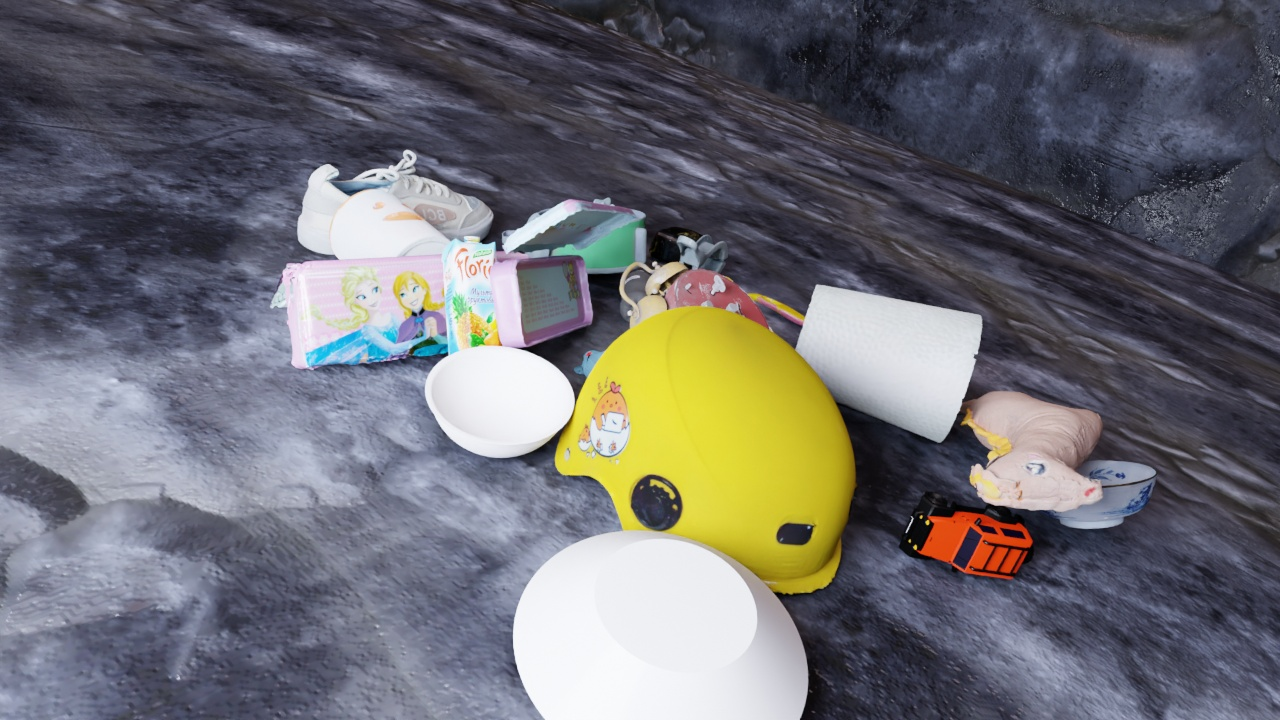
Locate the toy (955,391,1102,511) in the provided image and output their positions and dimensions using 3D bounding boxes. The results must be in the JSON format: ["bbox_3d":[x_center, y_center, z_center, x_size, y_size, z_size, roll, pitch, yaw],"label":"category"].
[{"bbox_3d":[0.326,0.079,0.819,0.196,0.065,0.263,1,12,38],"label":"toy"}]

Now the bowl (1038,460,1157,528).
[{"bbox_3d":[0.405,0.124,0.831,0.114,0.045,0.114,-7,3,0],"label":"bowl"}]

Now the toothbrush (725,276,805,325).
[{"bbox_3d":[0.152,-0.072,1.125,0.135,0.016,0.021,27,25,19],"label":"toothbrush"}]

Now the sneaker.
[{"bbox_3d":[-0.249,-0.172,0.985,0.089,0.091,0.241,32,28,31],"label":"sneaker"}]

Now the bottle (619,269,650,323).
[{"bbox_3d":[-0.003,-0.074,1.006,0.036,0.036,0.109,15,25,-6],"label":"bottle"}]

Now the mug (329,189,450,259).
[{"bbox_3d":[-0.232,-0.104,0.866,0.082,0.082,0.105,-11,38,-45],"label":"mug"}]

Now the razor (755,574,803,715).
[{"bbox_3d":[0.071,0.175,0.565,0.042,0.026,0.106,5,32,-28],"label":"razor"}]

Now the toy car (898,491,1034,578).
[{"bbox_3d":[0.257,0.140,0.719,0.100,0.051,0.048,11,24,-15],"label":"toy car"}]

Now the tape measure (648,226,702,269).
[{"bbox_3d":[0.056,-0.145,1.184,0.071,0.042,0.072,21,23,15],"label":"tape measure"}]

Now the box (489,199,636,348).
[{"bbox_3d":[-0.069,-0.086,0.821,0.062,0.140,0.214,28,12,7],"label":"box"}]

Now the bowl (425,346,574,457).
[{"bbox_3d":[-0.108,0.039,0.695,0.110,0.041,0.109,9,38,-7],"label":"bowl"}]

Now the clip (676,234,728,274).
[{"bbox_3d":[0.065,-0.106,1.100,0.027,0.090,0.162,25,12,18],"label":"clip"}]

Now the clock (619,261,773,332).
[{"bbox_3d":[0.050,-0.035,0.838,0.159,0.081,0.116,36,41,-11],"label":"clock"}]

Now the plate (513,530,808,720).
[{"bbox_3d":[0.017,0.149,0.526,0.174,0.036,0.173,9,35,-6],"label":"plate"}]

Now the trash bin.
[{"bbox_3d":[0.240,-0.005,0.923,0.161,0.133,0.133,17,25,10],"label":"trash bin"}]

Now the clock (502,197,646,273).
[{"bbox_3d":[-0.075,-0.143,1.039,0.161,0.075,0.121,0,17,-4],"label":"clock"}]

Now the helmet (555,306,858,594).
[{"bbox_3d":[0.067,0.045,0.686,0.240,0.140,0.208,34,30,30],"label":"helmet"}]

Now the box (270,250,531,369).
[{"bbox_3d":[-0.203,-0.048,0.795,0.091,0.084,0.229,2,9,45],"label":"box"}]

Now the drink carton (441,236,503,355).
[{"bbox_3d":[-0.138,-0.038,0.755,0.044,0.128,0.039,0,-12,-32],"label":"drink carton"}]

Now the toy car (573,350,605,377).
[{"bbox_3d":[-0.005,0.005,0.853,0.107,0.028,0.060,-3,32,-37],"label":"toy car"}]
